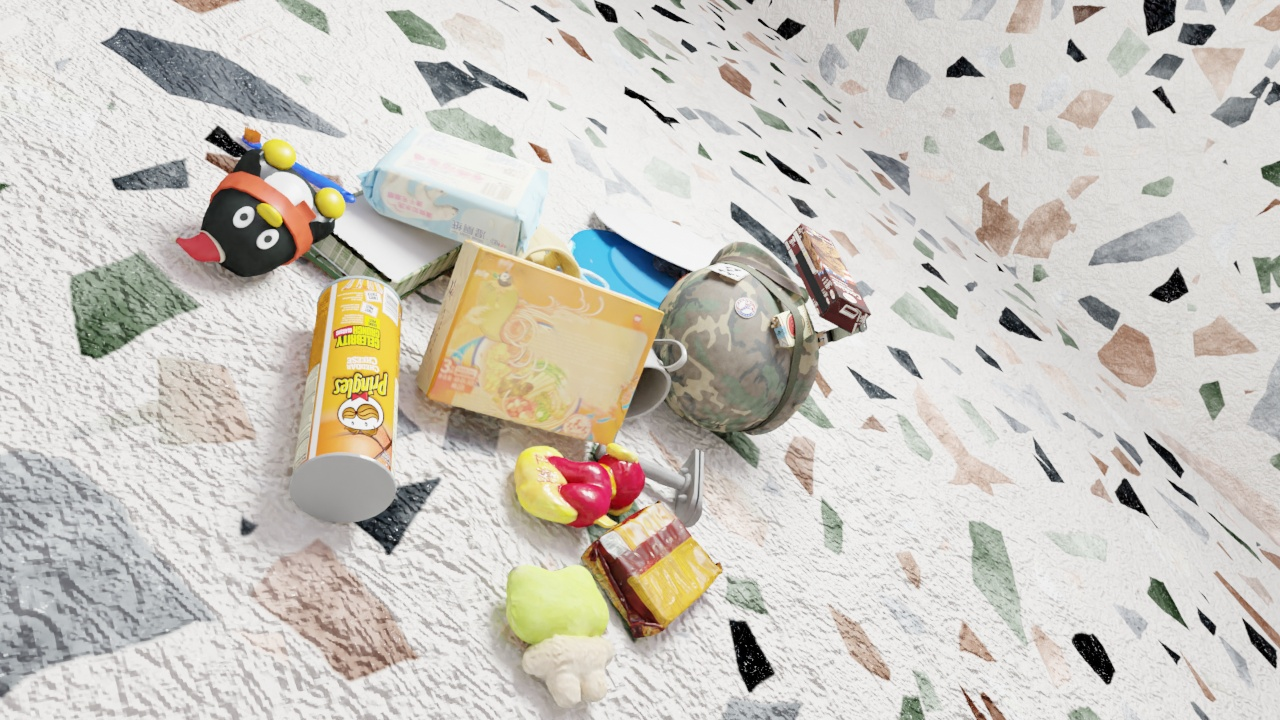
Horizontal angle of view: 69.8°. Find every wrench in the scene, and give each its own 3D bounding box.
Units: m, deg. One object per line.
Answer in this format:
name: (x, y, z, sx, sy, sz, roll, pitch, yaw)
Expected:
wrench: (0.101, -0.119, 1.345, 0.272, 0.022, 0.073, 3, 43, -55)

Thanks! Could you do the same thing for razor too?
razor: (0.009, 0.112, 0.936, 0.116, 0.047, 0.088, 24, 32, -10)

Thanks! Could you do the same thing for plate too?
plate: (0.048, -0.176, 1.326, 0.242, 0.016, 0.242, 23, 18, -8)
plate: (0.004, -0.109, 1.247, 0.224, 0.024, 0.223, 28, 31, -19)

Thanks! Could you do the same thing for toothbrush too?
toothbrush: (-0.350, -0.200, 0.935, 0.182, 0.018, 0.016, 30, 31, 26)

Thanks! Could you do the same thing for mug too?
mug: (-0.006, 0.006, 0.992, 0.084, 0.113, 0.070, 45, 13, -50)

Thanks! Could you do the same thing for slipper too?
slipper: (-0.113, -0.094, 1.008, 0.111, 0.079, 0.261, 42, 27, -45)

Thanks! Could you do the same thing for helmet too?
helmet: (0.122, -0.026, 1.080, 0.235, 0.193, 0.224, 8, 84, -38)

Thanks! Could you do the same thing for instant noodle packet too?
instant noodle packet: (0.011, 0.186, 0.834, 0.098, 0.040, 0.135, 46, 29, 13)

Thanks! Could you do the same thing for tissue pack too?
tissue pack: (-0.191, -0.177, 0.958, 0.182, 0.070, 0.111, 19, 40, -2)

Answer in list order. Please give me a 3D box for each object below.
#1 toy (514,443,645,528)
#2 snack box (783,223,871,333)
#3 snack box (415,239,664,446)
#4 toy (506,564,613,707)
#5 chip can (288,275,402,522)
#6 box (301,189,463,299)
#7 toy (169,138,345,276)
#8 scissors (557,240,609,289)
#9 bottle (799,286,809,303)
toy: (-0.051, 0.115, 0.841, 0.137, 0.067, 0.105, 0, 39, -41)
snack box: (0.210, -0.095, 1.040, 0.051, 0.032, 0.140, 24, 33, -29)
snack box: (-0.098, -0.014, 0.876, 0.195, 0.145, 0.081, 18, 7, -28)
toy: (-0.060, 0.212, 0.714, 0.092, 0.046, 0.115, 10, 47, -39)
chip can: (-0.235, 0.024, 0.748, 0.075, 0.075, 0.214, 21, 34, -28)
box: (-0.256, -0.129, 0.966, 0.117, 0.050, 0.205, 40, 30, -3)
toy: (-0.341, -0.122, 0.817, 0.097, 0.100, 0.119, 47, 49, -24)
scissors: (-0.104, -0.120, 1.148, 0.134, 0.012, 0.134, -14, 52, -45)
bottle: (0.199, -0.088, 1.385, 0.071, 0.072, 0.206, 49, 31, 17)
